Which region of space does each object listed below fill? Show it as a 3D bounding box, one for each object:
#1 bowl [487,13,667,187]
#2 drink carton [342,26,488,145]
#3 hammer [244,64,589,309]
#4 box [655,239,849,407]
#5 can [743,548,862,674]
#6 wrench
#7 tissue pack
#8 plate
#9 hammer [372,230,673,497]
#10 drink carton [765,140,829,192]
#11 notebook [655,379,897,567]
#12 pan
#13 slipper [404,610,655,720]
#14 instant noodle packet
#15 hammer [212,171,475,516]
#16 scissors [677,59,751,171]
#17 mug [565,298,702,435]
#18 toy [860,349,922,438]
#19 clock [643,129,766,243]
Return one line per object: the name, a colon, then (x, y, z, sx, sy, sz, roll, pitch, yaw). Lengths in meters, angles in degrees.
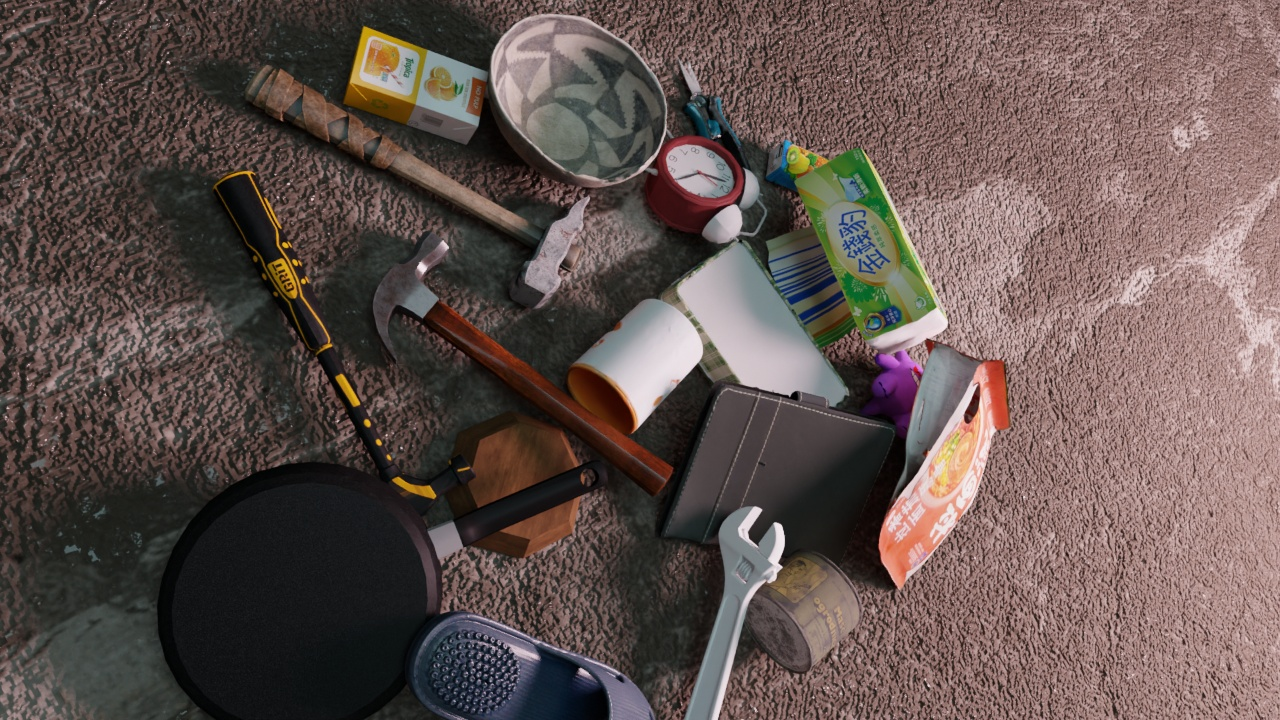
bowl: (-0.069, -0.234, 0.875, 0.178, 0.081, 0.178, 11, 66, -26)
drink carton: (-0.201, -0.248, 0.839, 0.122, 0.040, 0.058, 15, 71, -22)
hammer: (-0.194, -0.166, 0.823, 0.318, 0.049, 0.121, 28, 62, -15)
box: (0.115, -0.012, 0.930, 0.117, 0.050, 0.205, -40, 97, -32)
can: (0.150, 0.234, 0.860, 0.074, 0.090, 0.090, -31, 92, -29)
wrench: (0.070, 0.264, 0.820, 0.018, 0.066, 0.273, 28, 76, -47)
tissue pack: (0.211, -0.095, 0.953, 0.120, 0.142, 0.197, 26, 42, -60)
plate: (-0.105, 0.107, 0.804, 0.131, 0.025, 0.131, 7, 74, -25)
hammer: (-0.100, 0.019, 0.797, 0.300, 0.028, 0.111, 36, 70, -2)
drink carton: (0.202, -0.202, 1.025, 0.128, 0.039, 0.044, 18, 70, -21)
notebook: (0.134, 0.110, 0.879, 0.208, 0.029, 0.169, 14, 103, -26)
pan: (-0.183, 0.153, 0.709, 0.355, 0.044, 0.204, -21, 92, -18)
slipper: (-0.061, 0.276, 0.718, 0.263, 0.083, 0.101, 41, 67, -31)
instant noodle packet: (0.293, 0.114, 0.937, 0.220, 0.084, 0.164, -59, 147, -16)
hammer: (-0.262, -0.009, 0.748, 0.123, 0.036, 0.320, -29, 89, -14)
scissors: (0.074, -0.252, 0.987, 0.126, 0.019, 0.144, 23, 66, -19)
mug: (-0.005, 0.005, 0.847, 0.082, 0.082, 0.105, 49, 61, -7)
toy: (0.280, 0.033, 0.996, 0.087, 0.056, 0.106, -42, 107, -32)
clock: (0.064, -0.174, 0.929, 0.137, 0.048, 0.096, 30, 56, -1)
